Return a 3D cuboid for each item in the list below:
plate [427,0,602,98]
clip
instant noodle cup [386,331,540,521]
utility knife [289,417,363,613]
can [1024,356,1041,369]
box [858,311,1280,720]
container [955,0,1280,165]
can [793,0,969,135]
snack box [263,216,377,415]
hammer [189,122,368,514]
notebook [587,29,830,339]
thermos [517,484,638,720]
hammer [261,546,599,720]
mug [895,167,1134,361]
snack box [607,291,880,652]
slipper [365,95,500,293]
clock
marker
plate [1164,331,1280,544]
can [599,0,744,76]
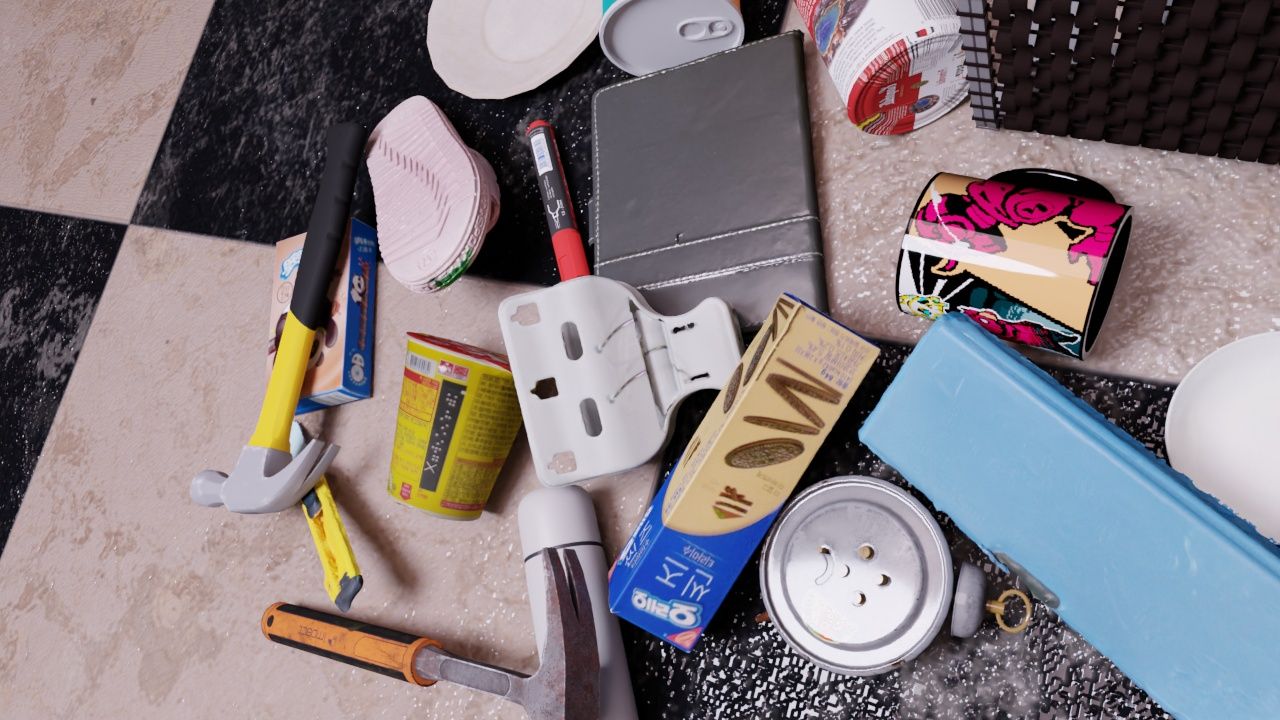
[{"bbox_3d":[-0.092,-0.295,0.753,0.189,0.027,0.188,-8,71,25],"label":"plate"},{"bbox_3d":[-0.005,0.004,0.590,0.152,0.099,0.126,-15,90,-5],"label":"clip"},{"bbox_3d":[-0.128,0.046,0.636,0.100,0.100,0.112,19,94,30],"label":"instant noodle cup"},{"bbox_3d":[-0.243,0.107,0.688,0.030,0.019,0.217,-47,40,3],"label":"utility knife"},{"bbox_3d":[0.223,0.036,0.487,0.031,0.031,0.080,-43,60,9],"label":"can"},{"bbox_3d":[0.222,0.076,0.449,0.231,0.053,0.093,44,124,30],"label":"box"},{"bbox_3d":[0.308,-0.236,0.407,0.244,0.245,0.247,22,85,27],"label":"container"},{"bbox_3d":[0.149,-0.212,0.569,0.087,0.086,0.116,-26,64,18],"label":"can"},{"bbox_3d":[-0.264,-0.036,0.759,0.087,0.034,0.151,-13,69,24],"label":"snack box"},{"bbox_3d":[-0.265,-0.039,0.723,0.127,0.029,0.323,2,75,31],"label":"hammer"},{"bbox_3d":[0.039,-0.111,0.629,0.170,0.029,0.208,-9,70,25],"label":"notebook"},{"bbox_3d":[-0.035,0.186,0.561,0.052,0.052,0.224,-22,66,20],"label":"thermos"},{"bbox_3d":[-0.152,0.180,0.599,0.315,0.035,0.137,-2,77,39],"label":"hammer"},{"bbox_3d":[0.210,-0.065,0.505,0.098,0.082,0.117,19,56,30],"label":"mug"},{"bbox_3d":[0.054,0.064,0.526,0.056,0.057,0.207,29,97,-9],"label":"snack box"},{"bbox_3d":[-0.157,-0.129,0.718,0.094,0.064,0.239,-39,44,9],"label":"slipper"},{"bbox_3d":[0.132,0.119,0.495,0.148,0.056,0.104,7,79,31],"label":"clock"},{"bbox_3d":[-0.062,-0.119,0.687,0.024,0.021,0.145,-48,51,51],"label":"marker"},{"bbox_3d":[0.312,0.039,0.443,0.104,0.026,0.104,-8,72,24],"label":"plate"},{"bbox_3d":[0.020,-0.290,0.652,0.099,0.099,0.143,-9,71,25],"label":"can"}]
